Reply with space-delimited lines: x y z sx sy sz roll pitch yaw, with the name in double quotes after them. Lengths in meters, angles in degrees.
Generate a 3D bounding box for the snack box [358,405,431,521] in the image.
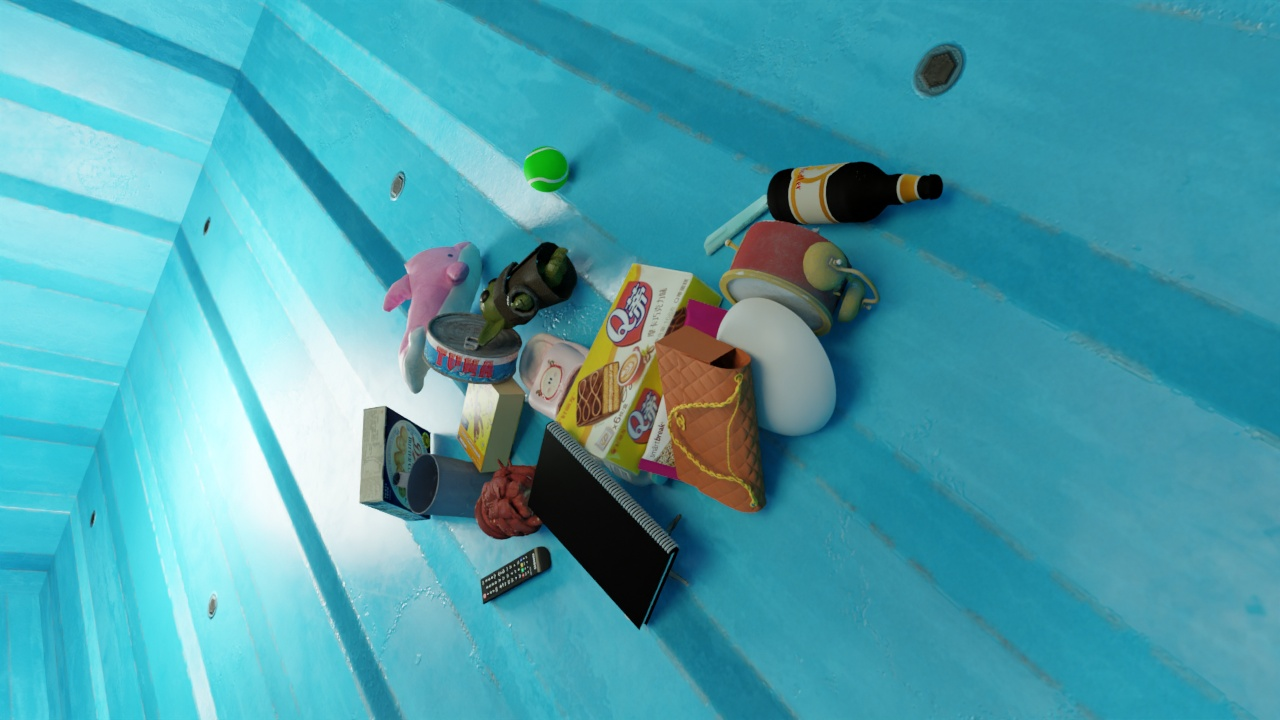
-0.364 0.157 1.373 0.043 0.145 0.144 -10 68 13 "snack box"

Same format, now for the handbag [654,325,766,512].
0.072 0.065 0.923 0.109 0.060 0.172 25 135 45 "handbag"

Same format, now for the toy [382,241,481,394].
-0.323 -0.084 1.379 0.187 0.128 0.264 109 176 -53 "toy"

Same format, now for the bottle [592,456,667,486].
-0.018 0.116 1.083 0.136 0.044 0.044 19 93 48 "bottle"

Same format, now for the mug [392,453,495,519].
-0.275 0.178 1.298 0.124 0.103 0.083 -2 77 47 "mug"

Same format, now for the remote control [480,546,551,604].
-0.170 0.286 1.218 0.147 0.015 0.033 -35 55 35 "remote control"

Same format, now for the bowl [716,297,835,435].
0.121 0.015 0.905 0.149 0.043 0.150 36 141 35 "bowl"

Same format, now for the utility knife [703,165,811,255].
0.130 -0.170 1.030 0.166 0.015 0.022 -35 55 38 "utility knife"

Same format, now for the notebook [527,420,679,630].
-0.048 0.182 1.022 0.206 0.016 0.149 42 137 27 "notebook"

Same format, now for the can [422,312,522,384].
-0.231 -0.018 1.262 0.130 0.129 0.044 44 126 45 "can"

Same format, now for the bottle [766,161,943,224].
0.212 -0.166 0.908 0.182 0.059 0.059 7 83 48 "bottle"

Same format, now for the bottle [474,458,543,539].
-0.158 0.177 1.189 0.111 0.098 0.098 -37 53 47 "bottle"

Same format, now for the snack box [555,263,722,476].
-0.006 0.006 1.057 0.110 0.061 0.230 18 79 48 "snack box"

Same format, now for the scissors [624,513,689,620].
-0.001 0.225 1.055 0.175 0.014 0.141 27 101 50 "scissors"

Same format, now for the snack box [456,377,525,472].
-0.210 0.078 1.283 0.088 0.040 0.126 44 125 45 "snack box"

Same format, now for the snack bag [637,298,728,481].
0.058 0.035 1.014 0.016 0.070 0.196 -152 80 -82 "snack bag"

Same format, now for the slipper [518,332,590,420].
-0.109 0.021 1.194 0.222 0.055 0.107 35 105 56 "slipper"

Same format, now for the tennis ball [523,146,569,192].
-0.135 -0.273 1.312 0.066 0.065 0.065 -17 66 43 "tennis ball"

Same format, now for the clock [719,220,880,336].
0.161 -0.085 0.898 0.159 0.117 0.081 14 71 41 "clock"

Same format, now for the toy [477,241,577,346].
-0.156 -0.100 1.253 0.153 0.078 0.178 -29 24 29 "toy"
